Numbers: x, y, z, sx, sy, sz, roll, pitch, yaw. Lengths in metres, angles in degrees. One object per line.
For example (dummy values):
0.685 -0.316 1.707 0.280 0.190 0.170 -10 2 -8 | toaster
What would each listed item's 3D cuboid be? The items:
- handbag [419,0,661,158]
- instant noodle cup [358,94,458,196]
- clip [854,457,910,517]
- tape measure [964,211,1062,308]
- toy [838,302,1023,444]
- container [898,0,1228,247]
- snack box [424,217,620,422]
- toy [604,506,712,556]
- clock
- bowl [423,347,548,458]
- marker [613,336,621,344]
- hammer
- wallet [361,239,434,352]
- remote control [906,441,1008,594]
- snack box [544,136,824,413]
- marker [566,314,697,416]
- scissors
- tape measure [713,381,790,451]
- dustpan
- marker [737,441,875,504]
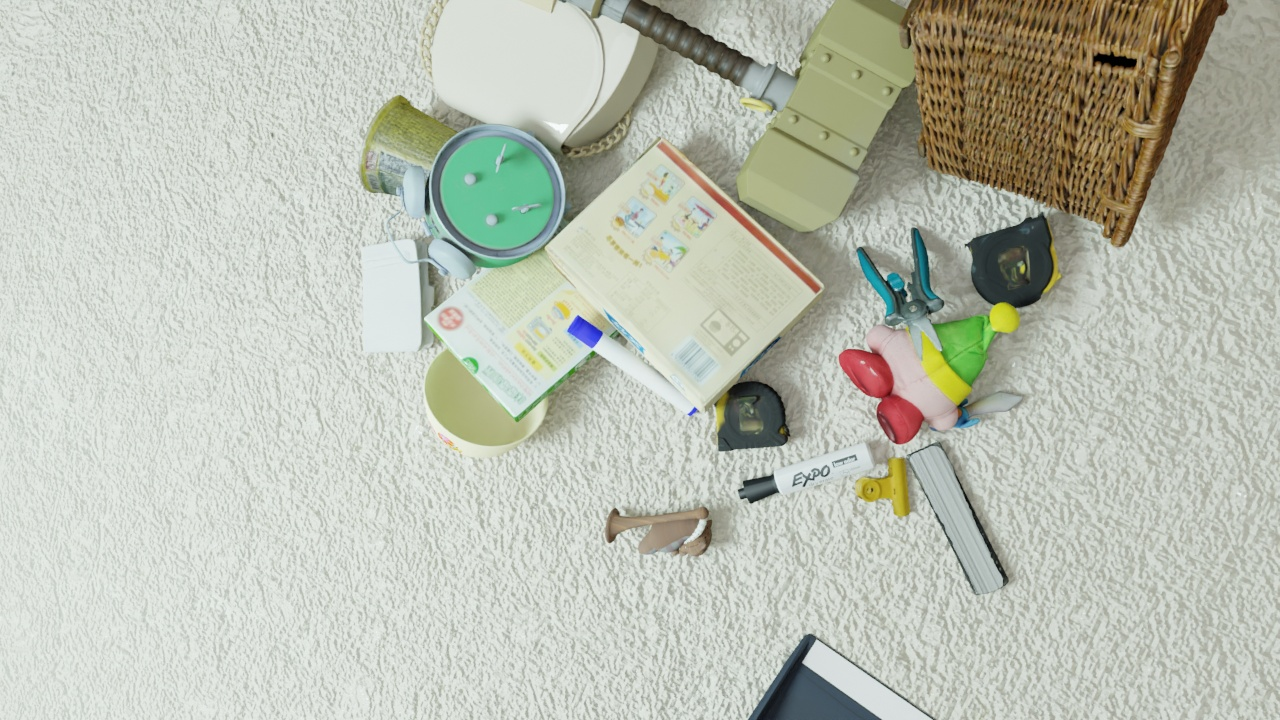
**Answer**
-0.088 -0.317 0.878 0.211 0.103 0.209 27 104 14 | handbag
-0.206 -0.196 0.908 0.108 0.102 0.102 23 95 6 | instant noodle cup
0.215 0.114 0.815 0.046 0.035 0.053 -5 89 8 | clip
0.319 -0.081 0.783 0.071 0.042 0.072 -18 87 11 | tape measure
0.256 0.009 0.778 0.131 0.097 0.124 -33 87 -7 | toy
0.309 -0.226 0.681 0.183 0.250 0.162 22 80 25 | container
-0.098 -0.044 0.874 0.167 0.027 0.132 -41 79 -14 | snack box
0.023 0.161 0.861 0.102 0.041 0.055 -12 125 24 | toy
-0.149 -0.139 0.829 0.161 0.075 0.122 -29 96 -20 | clock
-0.156 0.049 0.891 0.118 0.117 0.074 46 143 11 | bowl
-0.083 -0.027 0.906 0.134 0.020 0.017 9 96 14 | marker
0.054 -0.265 0.781 0.325 0.100 0.190 27 97 -3 | hammer
-0.251 -0.066 0.949 0.086 0.032 0.116 1 92 26 | wallet
0.279 0.139 0.806 0.033 0.013 0.136 -26 81 13 | remote control
0.038 -0.078 0.835 0.153 0.055 0.207 -44 78 -5 | snack box
-0.005 0.005 0.853 0.141 0.020 0.020 35 99 -12 | marker
0.226 -0.062 0.787 0.122 0.019 0.149 -47 44 -11 | scissors
0.102 0.050 0.843 0.067 0.038 0.062 -5 88 16 | tape measure
0.169 0.426 0.798 0.236 0.080 0.273 33 98 13 | dustpan
0.149 0.104 0.836 0.126 0.025 0.025 -20 84 14 | marker
